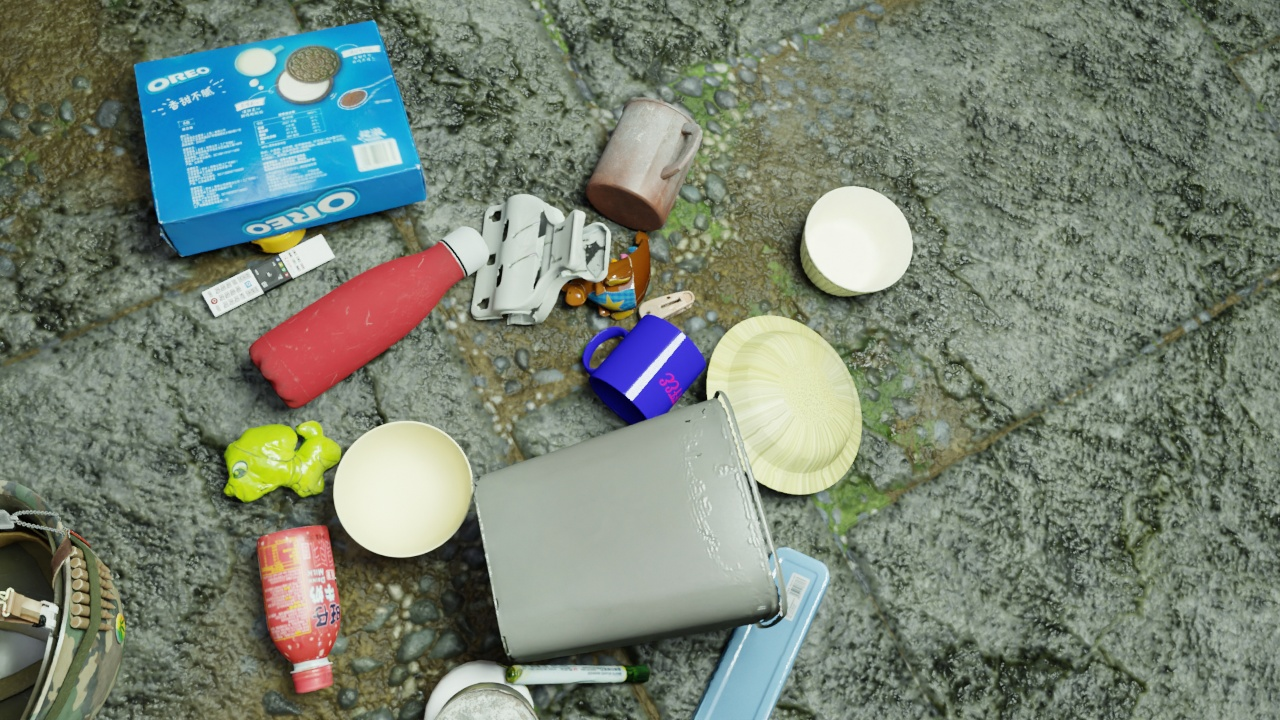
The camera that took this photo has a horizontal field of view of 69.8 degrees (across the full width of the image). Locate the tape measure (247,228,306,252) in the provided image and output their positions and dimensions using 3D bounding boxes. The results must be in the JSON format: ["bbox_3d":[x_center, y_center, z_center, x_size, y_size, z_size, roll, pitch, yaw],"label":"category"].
[{"bbox_3d":[-0.356,-0.134,0.892,0.068,0.030,0.059,-41,77,-21],"label":"tape measure"}]

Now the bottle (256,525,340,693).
[{"bbox_3d":[-0.294,0.217,0.801,0.062,0.062,0.137,-10,79,-12],"label":"bottle"}]

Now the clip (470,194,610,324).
[{"bbox_3d":[-0.094,-0.100,0.903,0.151,0.089,0.125,-4,75,27],"label":"clip"}]

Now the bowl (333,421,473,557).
[{"bbox_3d":[-0.211,0.119,0.831,0.118,0.074,0.118,2,76,-9],"label":"bowl"}]

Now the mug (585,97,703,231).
[{"bbox_3d":[0.013,-0.198,0.924,0.096,0.123,0.110,27,75,-31],"label":"mug"}]

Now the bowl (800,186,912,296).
[{"bbox_3d":[0.219,-0.117,0.964,0.115,0.063,0.115,2,75,-9],"label":"bowl"}]

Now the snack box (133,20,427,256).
[{"bbox_3d":[-0.347,-0.220,0.885,0.238,0.056,0.195,-16,66,-12],"label":"snack box"}]

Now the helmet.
[{"bbox_3d":[-0.501,0.200,0.681,0.193,0.236,0.224,-10,81,3],"label":"helmet"}]

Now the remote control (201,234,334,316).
[{"bbox_3d":[-0.359,-0.082,0.890,0.124,0.012,0.028,-30,82,-15],"label":"remote control"}]

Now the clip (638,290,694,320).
[{"bbox_3d":[0.028,-0.055,0.936,0.061,0.049,0.026,-9,76,-40],"label":"clip"}]

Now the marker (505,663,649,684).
[{"bbox_3d":[-0.053,0.278,0.812,0.146,0.017,0.017,14,72,-35],"label":"marker"}]

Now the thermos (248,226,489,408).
[{"bbox_3d":[-0.248,-0.050,0.868,0.239,0.073,0.073,-37,84,-16],"label":"thermos"}]

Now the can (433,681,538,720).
[{"bbox_3d":[-0.123,0.304,0.726,0.090,0.075,0.089,2,74,-8],"label":"can"}]

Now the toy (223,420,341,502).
[{"bbox_3d":[-0.331,0.093,0.840,0.093,0.036,0.094,30,71,-7],"label":"toy"}]

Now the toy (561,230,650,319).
[{"bbox_3d":[-0.034,-0.094,0.930,0.090,0.071,0.102,9,59,10],"label":"toy"}]

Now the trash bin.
[{"bbox_3d":[-0.016,0.158,0.795,0.220,0.198,0.197,-13,71,-6],"label":"trash bin"}]

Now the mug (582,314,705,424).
[{"bbox_3d":[-0.005,0.005,0.897,0.111,0.079,0.083,32,71,29],"label":"mug"}]

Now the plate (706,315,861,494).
[{"bbox_3d":[0.154,0.036,0.900,0.184,0.036,0.184,10,68,-24],"label":"plate"}]

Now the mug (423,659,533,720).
[{"bbox_3d":[-0.132,0.318,0.797,0.115,0.068,0.094,44,74,4],"label":"mug"}]

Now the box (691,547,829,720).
[{"bbox_3d":[0.113,0.281,0.873,0.067,0.052,0.209,22,70,20],"label":"box"}]
